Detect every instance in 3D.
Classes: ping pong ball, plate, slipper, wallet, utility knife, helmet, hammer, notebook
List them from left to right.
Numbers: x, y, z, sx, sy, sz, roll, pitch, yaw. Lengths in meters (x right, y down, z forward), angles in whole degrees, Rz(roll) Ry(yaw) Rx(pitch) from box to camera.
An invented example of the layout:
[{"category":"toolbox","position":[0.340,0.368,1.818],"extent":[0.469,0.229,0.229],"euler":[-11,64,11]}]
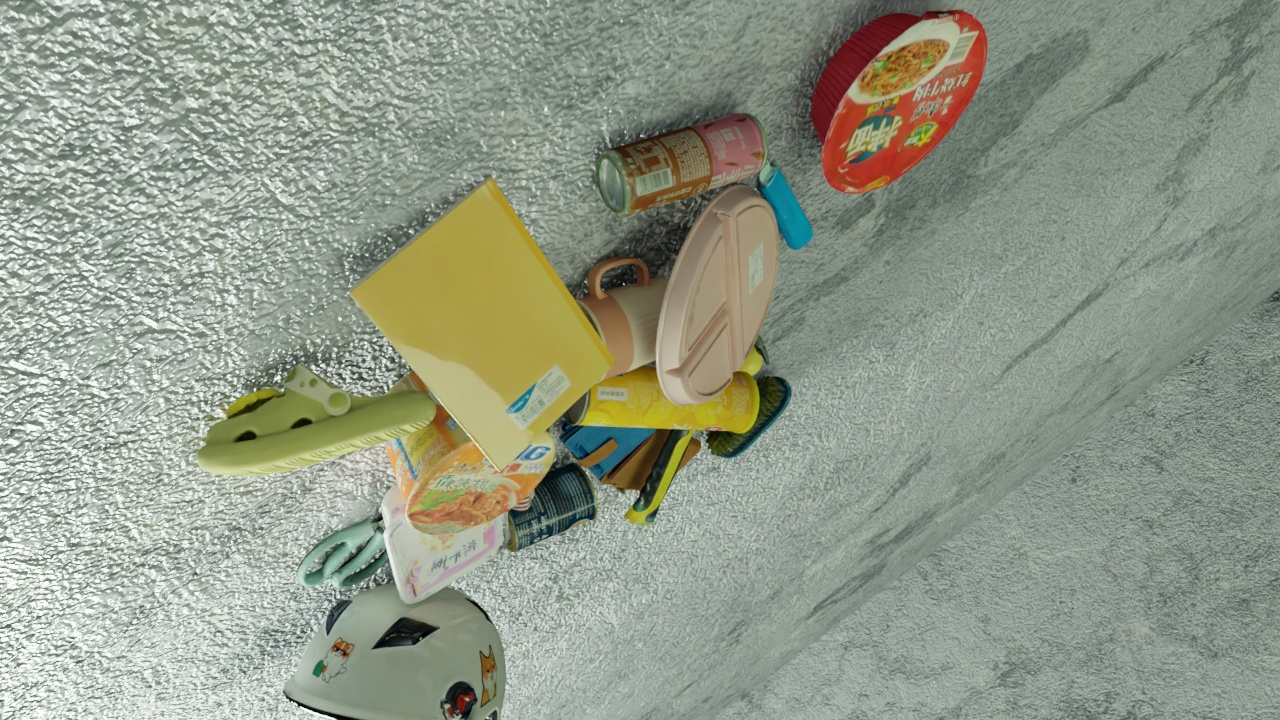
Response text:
[{"category":"slipper","position":[-0.269,0.044,0.764],"extent":[0.190,0.081,0.092],"euler":[-14,170,-10]},{"category":"helmet","position":[-0.265,0.337,1.069],"extent":[0.274,0.230,0.156],"euler":[41,58,-57]},{"category":"notebook","position":[-0.120,-0.024,0.756],"extent":[0.145,0.010,0.206],"euler":[-43,123,-15]},{"category":"wallet","position":[-0.037,0.082,1.091],"extent":[0.106,0.040,0.133],"euler":[-39,150,-4]},{"category":"wallet","position":[0.014,0.134,1.218],"extent":[0.108,0.031,0.131],"euler":[-48,147,13]},{"category":"hammer","position":[0.058,0.081,1.127],"extent":[0.126,0.032,0.324],"euler":[3,126,-29]},{"category":"plate","position":[0.084,-0.060,0.919],"extent":[0.228,0.028,0.230],"euler":[-42,142,-45]},{"category":"ping pong ball","position":[0.131,0.000,1.142],"extent":[0.040,0.040,0.040],"euler":[-26,148,-18]},{"category":"utility knife","position":[0.151,-0.162,0.962],"extent":[0.034,0.018,0.159],"euler":[-50,148,-1]}]

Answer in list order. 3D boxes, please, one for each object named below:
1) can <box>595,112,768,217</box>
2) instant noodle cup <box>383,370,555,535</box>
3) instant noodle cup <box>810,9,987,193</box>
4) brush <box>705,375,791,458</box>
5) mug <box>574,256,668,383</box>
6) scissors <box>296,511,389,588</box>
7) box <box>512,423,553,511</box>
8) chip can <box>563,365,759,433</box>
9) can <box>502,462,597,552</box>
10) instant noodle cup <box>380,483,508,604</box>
[{"category":"can","position":[0.037,-0.170,0.792],"extent":[0.147,0.058,0.058],"euler":[-22,147,-24]},{"category":"instant noodle cup","position":[-0.172,0.075,0.865],"extent":[0.151,0.111,0.152],"euler":[-26,148,-18]},{"category":"instant noodle cup","position":[0.233,-0.254,0.870],"extent":[0.193,0.066,0.194],"euler":[-26,149,-17]},{"category":"brush","position":[0.155,0.079,1.262],"extent":[0.073,0.055,0.144],"euler":[12,125,-52]},{"category":"mug","position":[-0.015,-0.047,0.903],"extent":[0.105,0.082,0.115],"euler":[-20,116,-30]},{"category":"scissors","position":[-0.305,0.186,0.979],"extent":[0.129,0.019,0.186],"euler":[1,132,-47]},{"category":"box","position":[-0.124,0.087,0.990],"extent":[0.087,0.076,0.163],"euler":[-51,165,-39]},{"category":"chip can","position":[0.024,0.041,1.004],"extent":[0.213,0.072,0.072],"euler":[4,133,-27]},{"category":"can","position":[-0.117,0.175,1.096],"extent":[0.111,0.075,0.075],"euler":[-19,146,-27]},{"category":"instant noodle cup","position":[-0.214,0.173,0.985],"extent":[0.137,0.060,0.174],"euler":[-28,149,-26]}]
